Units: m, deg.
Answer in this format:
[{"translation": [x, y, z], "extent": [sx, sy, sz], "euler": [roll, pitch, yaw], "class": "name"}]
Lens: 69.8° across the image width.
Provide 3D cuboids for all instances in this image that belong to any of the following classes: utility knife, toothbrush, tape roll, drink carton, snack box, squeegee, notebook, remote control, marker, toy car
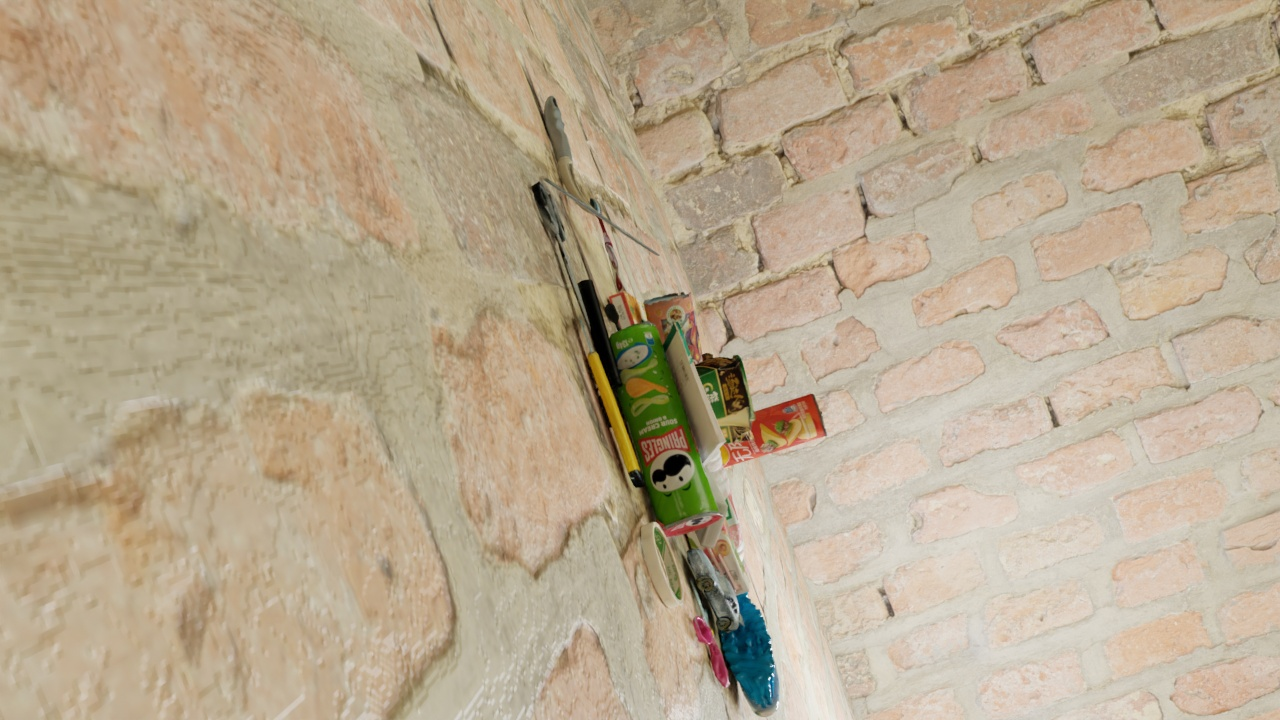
[{"translation": [-0.035, 0.040, 0.947], "extent": [0.033, 0.015, 0.197], "euler": [67, 2, -74], "class": "utility knife"}, {"translation": [-0.047, -0.168, 1.381], "extent": [0.017, 0.016, 0.187], "euler": [35, 34, -62], "class": "toothbrush"}, {"translation": [0.022, 0.204, 0.917], "extent": [0.085, 0.014, 0.086], "euler": [-20, 89, -82], "class": "tape roll"}, {"translation": [0.094, 0.240, 1.157], "extent": [0.045, 0.053, 0.122], "euler": [-33, 102, -80], "class": "drink carton"}, {"translation": [-0.007, 0.007, 1.211], "extent": [0.018, 0.015, 0.181], "euler": [-114, -179, -79], "class": "toothbrush"}, {"translation": [-0.008, -0.050, 1.305], "extent": [0.155, 0.027, 0.077], "euler": [18, 54, -79], "class": "snack box"}, {"translation": [-0.095, -0.266, 1.236], "extent": [0.246, 0.039, 0.246], "euler": [25, 35, -53], "class": "squeegee"}, {"translation": [0.043, 0.064, 1.089], "extent": [0.210, 0.012, 0.150], "euler": [116, -42, -63], "class": "notebook"}, {"translation": [0.074, 0.169, 1.082], "extent": [0.135, 0.019, 0.056], "euler": [-113, -141, -74], "class": "remote control"}, {"translation": [-0.047, -0.030, 1.033], "extent": [0.022, 0.020, 0.132], "euler": [5, 61, -48], "class": "marker"}, {"translation": [0.073, 0.058, 1.189], "extent": [0.118, 0.105, 0.117], "euler": [-179, -105, -70], "class": "snack box"}, {"translation": [0.089, 0.272, 1.092], "extent": [0.121, 0.037, 0.054], "euler": [61, 4, -29], "class": "toy car"}]

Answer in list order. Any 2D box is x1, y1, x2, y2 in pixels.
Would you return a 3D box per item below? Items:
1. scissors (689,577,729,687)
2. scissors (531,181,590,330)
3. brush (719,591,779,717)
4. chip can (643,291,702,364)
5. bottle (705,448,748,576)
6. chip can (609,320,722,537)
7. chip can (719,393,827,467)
[{"translation": [0.077, 0.306, 1.025], "extent": [0.133, 0.017, 0.124], "euler": [-11, 77, -85], "class": "scissors"}, {"translation": [-0.081, -0.114, 1.018], "extent": [0.140, 0.014, 0.174], "euler": [-92, 158, -70], "class": "scissors"}, {"translation": [0.136, 0.344, 1.203], "extent": [0.314, 0.060, 0.109], "euler": [-98, 171, -66], "class": "brush"}, {"translation": [0.058, 0.014, 1.291], "extent": [0.071, 0.071, 0.215], "euler": [-68, 147, -78], "class": "chip can"}, {"translation": [0.100, 0.209, 1.250], "extent": [0.068, 0.068, 0.197], "euler": [-58, 131, -80], "class": "bottle"}, {"translation": [0.020, 0.075, 1.025], "extent": [0.072, 0.072, 0.235], "euler": [48, 22, -68], "class": "chip can"}, {"translation": [0.168, 0.114, 1.382], "extent": [0.073, 0.217, 0.073], "euler": [-16, 89, -83], "class": "chip can"}]
